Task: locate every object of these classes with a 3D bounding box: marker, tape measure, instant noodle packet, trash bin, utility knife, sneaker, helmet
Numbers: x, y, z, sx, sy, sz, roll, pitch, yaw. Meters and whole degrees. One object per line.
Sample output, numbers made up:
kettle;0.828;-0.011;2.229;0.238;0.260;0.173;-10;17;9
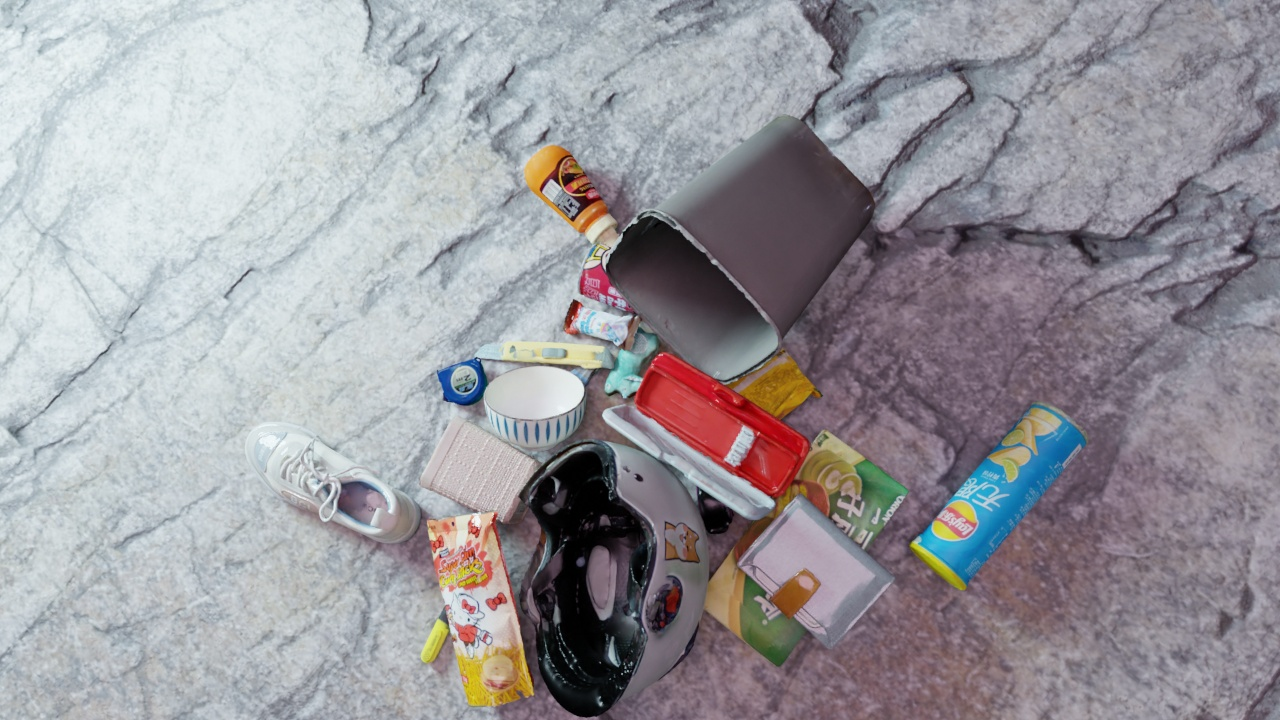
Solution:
marker;-0.222;0.292;1.066;0.018;0.015;0.124;25;82;6
tape measure;-0.214;0.028;1.113;0.058;0.025;0.054;-20;78;8
instant noodle packet;0.129;0.030;1.056;0.128;0.044;0.110;-33;74;-2
trash bin;0.112;-0.126;0.989;0.198;0.199;0.219;45;67;-2
utility knife;-0.116;-0.007;1.106;0.183;0.019;0.031;1;69;23
sneaker;-0.378;0.144;1.080;0.242;0.091;0.089;25;82;13
helmet;-0.014;0.220;0.970;0.156;0.231;0.274;2;76;-37
tape measure;0.085;0.159;1.029;0.039;0.057;0.058;-10;100;4

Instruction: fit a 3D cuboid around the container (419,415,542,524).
container;-0.176;0.131;1.056;0.111;0.090;0.090;26;83;9

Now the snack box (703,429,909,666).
snack box;0.175;0.202;1.004;0.114;0.063;0.240;37;85;11

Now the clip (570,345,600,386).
clip;-0.060;0.007;1.101;0.026;0.037;0.058;41;89;19

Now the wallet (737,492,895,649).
wallet;0.179;0.219;0.949;0.130;0.037;0.106;42;86;12

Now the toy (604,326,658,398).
toy;-0.006;0.006;1.083;0.096;0.030;0.092;23;85;32

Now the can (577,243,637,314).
can;-0.020;-0.094;1.089;0.094;0.066;0.066;20;82;11

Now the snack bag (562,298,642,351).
snack bag;-0.046;-0.042;1.093;0.105;0.026;0.045;16;78;31

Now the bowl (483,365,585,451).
bowl;-0.120;0.062;1.061;0.116;0.116;0.066;6;121;9

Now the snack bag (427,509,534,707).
snack bag;-0.177;0.271;1.017;0.129;0.073;0.208;-16;89;44

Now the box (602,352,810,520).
box;0.069;0.075;0.968;0.201;0.100;0.094;32;105;19

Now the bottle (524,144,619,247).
bottle;-0.077;-0.193;1.123;0.067;0.067;0.149;-41;83;-2

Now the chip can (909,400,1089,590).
chip can;0.383;0.143;0.984;0.071;0.071;0.210;41;86;13
